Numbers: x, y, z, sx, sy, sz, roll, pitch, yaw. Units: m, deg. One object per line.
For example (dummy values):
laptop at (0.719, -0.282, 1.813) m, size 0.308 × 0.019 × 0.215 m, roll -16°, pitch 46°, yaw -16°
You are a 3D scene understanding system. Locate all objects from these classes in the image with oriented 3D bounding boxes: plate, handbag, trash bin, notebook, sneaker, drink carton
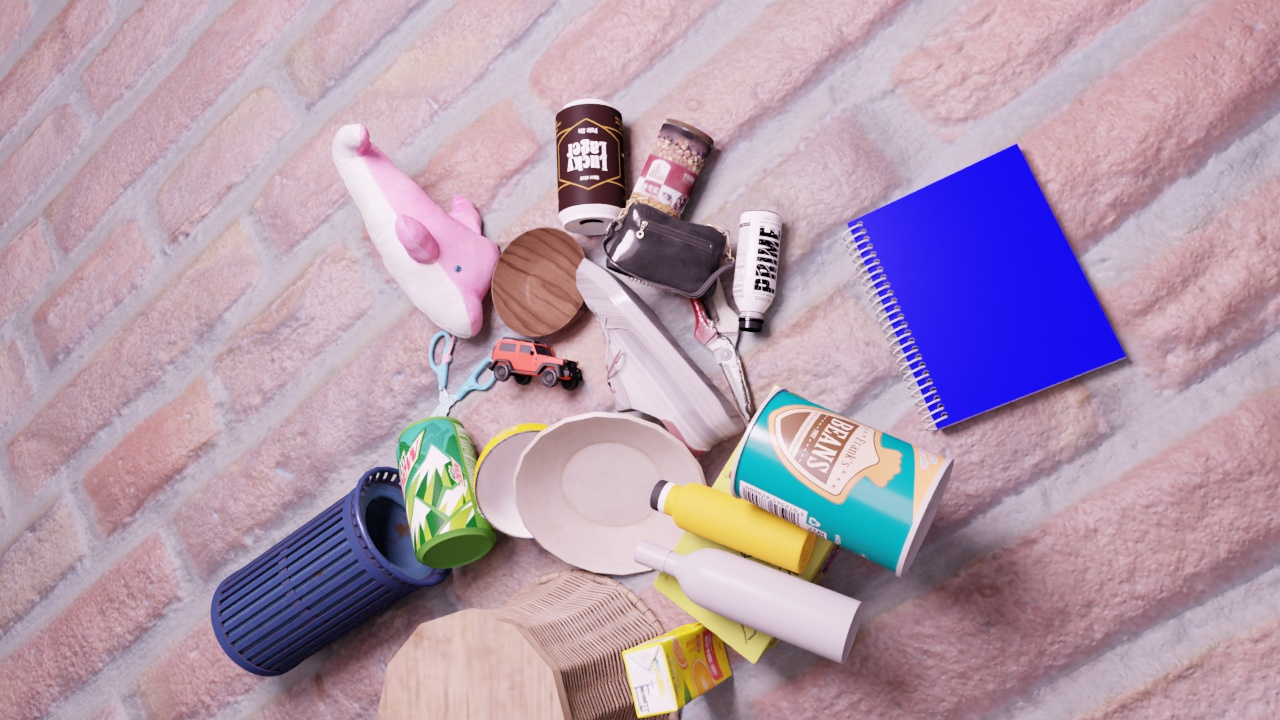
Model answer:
plate at (-0.028, 0.127, 0.891) m, size 0.189 × 0.027 × 0.189 m, roll 3°, pitch 117°, yaw 5°
handbag at (0.028, -0.108, 0.891) m, size 0.128 × 0.054 × 0.079 m, roll 18°, pitch 92°, yaw -5°
trash bin at (-0.341, 0.237, 1.001) m, size 0.250 × 0.139 × 0.139 m, roll -34°, pitch 70°, yaw 18°
notebook at (0.295, -0.063, 0.817) m, size 0.172 × 0.022 × 0.209 m, roll -25°, pitch 73°, yaw 18°
sneaker at (-0.005, 0.005, 0.902) m, size 0.089 × 0.099 × 0.236 m, roll -42°, pitch 74°, yaw 8°
drink carton at (0.035, 0.273, 0.824) m, size 0.043 × 0.134 × 0.058 m, roll -20°, pitch 77°, yaw 23°

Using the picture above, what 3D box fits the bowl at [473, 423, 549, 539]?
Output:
bowl at (-0.113, 0.116, 0.940) m, size 0.117 × 0.067 × 0.117 m, roll -3°, pitch 105°, yaw -12°

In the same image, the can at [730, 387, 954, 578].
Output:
can at (0.159, 0.094, 0.728) m, size 0.144 × 0.099 × 0.099 m, roll 24°, pitch 93°, yaw 24°

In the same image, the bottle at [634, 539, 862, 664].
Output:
bottle at (0.085, 0.194, 0.777) m, size 0.195 × 0.052 × 0.052 m, roll 16°, pitch 89°, yaw 25°

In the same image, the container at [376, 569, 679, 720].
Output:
container at (-0.103, 0.317, 0.846) m, size 0.227 × 0.196 × 0.226 m, roll -4°, pitch 81°, yaw 24°

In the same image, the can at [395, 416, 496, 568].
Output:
can at (-0.207, 0.138, 0.967) m, size 0.083 × 0.083 × 0.144 m, roll -33°, pitch 55°, yaw 17°

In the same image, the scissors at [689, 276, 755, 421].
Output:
scissors at (0.071, -0.033, 0.917) m, size 0.140 × 0.015 × 0.188 m, roll 11°, pitch 87°, yaw 24°

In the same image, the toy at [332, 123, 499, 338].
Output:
toy at (-0.238, -0.151, 1.022) m, size 0.127 × 0.187 × 0.265 m, roll -36°, pitch 91°, yaw -23°

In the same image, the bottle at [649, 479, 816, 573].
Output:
bottle at (0.077, 0.138, 0.792) m, size 0.144 × 0.043 × 0.043 m, roll 16°, pitch 89°, yaw 26°

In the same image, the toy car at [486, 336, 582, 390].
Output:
toy car at (-0.112, 0.003, 0.975) m, size 0.100 × 0.051 × 0.049 m, roll 6°, pitch 87°, yaw 26°

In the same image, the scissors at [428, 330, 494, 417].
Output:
scissors at (-0.206, 0.035, 1.038) m, size 0.118 × 0.015 × 0.139 m, roll 0°, pitch 89°, yaw 25°

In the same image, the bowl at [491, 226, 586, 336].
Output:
bowl at (-0.102, -0.082, 0.993) m, size 0.119 × 0.032 × 0.119 m, roll -4°, pitch 81°, yaw 24°

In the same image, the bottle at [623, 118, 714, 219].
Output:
bottle at (0.029, -0.186, 0.935) m, size 0.056 × 0.056 × 0.105 m, roll 26°, pitch 94°, yaw 25°

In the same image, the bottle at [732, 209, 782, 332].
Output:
bottle at (0.112, -0.085, 0.891) m, size 0.041 × 0.041 × 0.116 m, roll 4°, pitch 84°, yaw 25°

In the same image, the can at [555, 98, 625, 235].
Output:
can at (-0.053, -0.203, 0.966) m, size 0.072 × 0.072 × 0.128 m, roll -7°, pitch 80°, yaw 23°

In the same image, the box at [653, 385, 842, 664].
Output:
box at (0.122, 0.147, 0.834) m, size 0.124 × 0.079 × 0.221 m, roll 36°, pitch 97°, yaw 24°
